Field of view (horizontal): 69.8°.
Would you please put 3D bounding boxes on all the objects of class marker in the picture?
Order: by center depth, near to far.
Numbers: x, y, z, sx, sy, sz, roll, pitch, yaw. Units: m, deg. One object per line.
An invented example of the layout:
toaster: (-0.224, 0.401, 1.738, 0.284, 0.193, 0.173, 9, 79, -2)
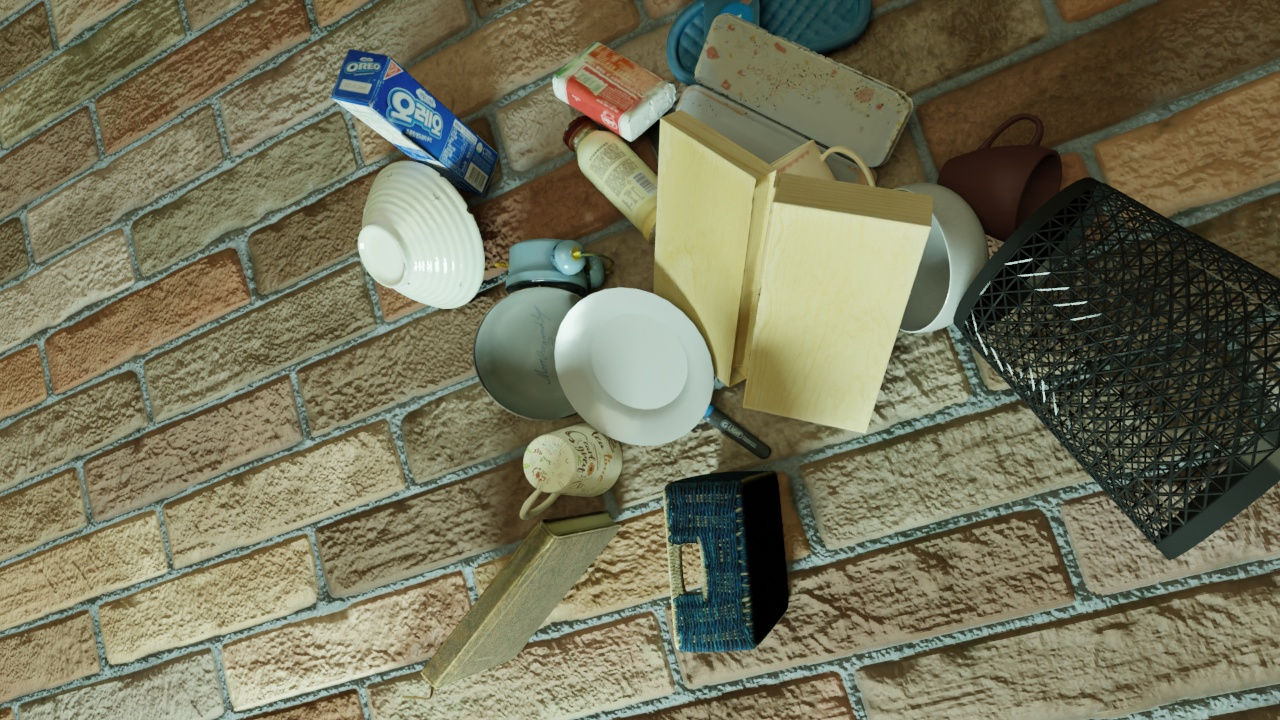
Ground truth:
marker: (0.083, 0.063, 0.948, 0.123, 0.015, 0.018, 35, 99, 18)

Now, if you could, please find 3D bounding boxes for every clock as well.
clock: (-0.089, -0.099, 0.988, 0.125, 0.088, 0.051, -5, 78, 24)

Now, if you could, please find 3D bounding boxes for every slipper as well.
slipper: (0.125, -0.345, 0.932, 0.214, 0.059, 0.103, -9, 81, 20)

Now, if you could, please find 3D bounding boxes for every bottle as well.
bottle: (-0.019, -0.196, 0.982, 0.056, 0.056, 0.162, -46, 72, 13)

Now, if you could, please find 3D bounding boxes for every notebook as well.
notebook: (-0.129, 0.243, 0.931, 0.034, 0.190, 0.216, 43, 104, 21)

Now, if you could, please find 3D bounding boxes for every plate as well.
plate: (-0.006, 0.005, 0.941, 0.173, 0.019, 0.173, 9, 115, 19)

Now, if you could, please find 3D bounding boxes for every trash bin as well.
trash bin: (0.401, -0.008, 0.730, 0.217, 0.216, 0.243, -48, 65, 13)

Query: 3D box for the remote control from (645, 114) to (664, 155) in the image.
remote control: (0.044, -0.210, 0.982, 0.039, 0.010, 0.124, -35, 74, 17)

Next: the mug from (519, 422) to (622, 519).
mug: (-0.088, 0.121, 0.969, 0.081, 0.097, 0.122, 44, 103, 18)

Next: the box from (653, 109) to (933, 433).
box: (0.115, -0.069, 0.834, 0.261, 0.096, 0.248, 30, 141, 25)

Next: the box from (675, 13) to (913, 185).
box: (0.141, -0.233, 0.906, 0.216, 0.042, 0.149, 32, 110, 16)

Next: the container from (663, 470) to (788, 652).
container: (0.085, 0.178, 0.848, 0.071, 0.187, 0.145, -6, 85, 18)

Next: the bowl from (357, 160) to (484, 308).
bowl: (-0.264, -0.127, 1.025, 0.177, 0.070, 0.177, 19, 126, 28)

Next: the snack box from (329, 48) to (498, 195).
snack box: (-0.232, -0.247, 0.979, 0.059, 0.226, 0.059, 19, 85, 23)

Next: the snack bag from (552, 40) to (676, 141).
snack bag: (-0.029, -0.290, 0.986, 0.116, 0.036, 0.076, 36, 69, 22)

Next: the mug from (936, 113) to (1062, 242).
mug: (0.323, -0.169, 0.831, 0.088, 0.087, 0.114, 26, 102, 39)

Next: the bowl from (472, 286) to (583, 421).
bowl: (-0.102, -0.012, 0.991, 0.150, 0.056, 0.151, -1, 105, -4)

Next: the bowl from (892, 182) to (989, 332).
bowl: (0.265, -0.095, 0.834, 0.064, 0.132, 0.131, -12, 80, -18)

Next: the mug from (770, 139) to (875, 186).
mug: (0.163, -0.146, 0.850, 0.112, 0.085, 0.104, -26, 100, 26)
